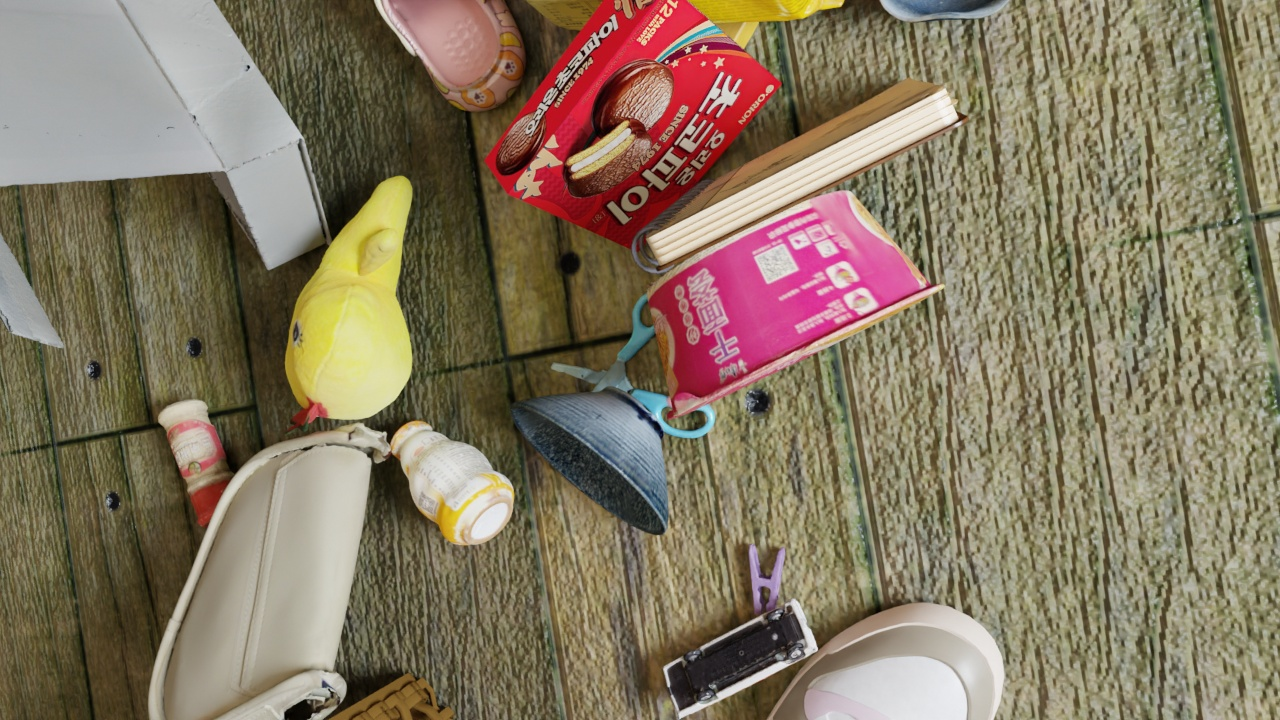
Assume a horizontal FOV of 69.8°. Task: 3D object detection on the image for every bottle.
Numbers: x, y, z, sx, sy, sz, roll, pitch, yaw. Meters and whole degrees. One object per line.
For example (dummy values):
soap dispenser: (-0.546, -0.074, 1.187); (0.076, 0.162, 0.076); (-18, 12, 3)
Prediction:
bottle: (-0.380, 0.088, 0.797); (0.044, 0.044, 0.109); (-29, 81, 18)
bottle: (-0.147, 0.090, 0.701); (0.109, 0.063, 0.063); (38, 104, 30)

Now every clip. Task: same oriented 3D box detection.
clip: (0.086, 0.154, 0.642); (0.032, 0.013, 0.051); (6, 96, 22)

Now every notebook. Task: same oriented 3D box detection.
notebook: (0.089, -0.112, 0.523); (0.168, 0.225, 0.024); (-24, 101, 19)

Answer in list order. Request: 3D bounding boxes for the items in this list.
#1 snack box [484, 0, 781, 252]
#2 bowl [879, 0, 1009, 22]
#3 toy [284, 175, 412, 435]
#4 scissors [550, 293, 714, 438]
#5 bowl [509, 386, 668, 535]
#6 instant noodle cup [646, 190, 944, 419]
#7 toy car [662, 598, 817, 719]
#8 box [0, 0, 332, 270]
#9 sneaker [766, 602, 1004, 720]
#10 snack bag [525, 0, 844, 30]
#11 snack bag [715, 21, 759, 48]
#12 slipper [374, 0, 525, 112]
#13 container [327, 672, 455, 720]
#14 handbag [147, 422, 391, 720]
snack box: (-0.002, -0.155, 0.594); (0.152, 0.132, 0.036); (-48, 56, 19)
bowl: (0.194, -0.257, 0.569); (0.110, 0.055, 0.110); (1, 92, 21)
toy: (-0.217, -0.041, 0.704); (0.092, 0.134, 0.207); (10, 86, -22)
scissors: (-0.004, 0.002, 0.672); (0.135, 0.015, 0.129); (14, 97, 17)
bowl: (-0.021, 0.056, 0.637); (0.137, 0.137, 0.057); (34, 71, 16)
instant noodle cup: (0.080, -0.036, 0.549); (0.179, 0.178, 0.077); (-28, 85, 19)
toy car: (0.070, 0.208, 0.636); (0.113, 0.039, 0.039); (-33, 54, 17)
box: (-0.355, -0.159, 0.623); (0.165, 0.329, 0.167); (-42, 77, 29)
sneaker: (0.110, 0.277, 0.580); (0.111, 0.116, 0.294); (44, 105, 14)
snack bag: (0.002, -0.264, 0.568); (0.248, 0.159, 0.068); (8, 83, 29)
snack bag: (0.061, -0.227, 0.637); (0.026, 0.020, 0.099); (36, 103, 24)
slipper: (-0.159, -0.280, 0.686); (0.093, 0.081, 0.197); (-35, 82, 16)
container: (-0.214, 0.403, 0.631); (0.214, 0.251, 0.220); (43, 104, 14)
handbag: (-0.256, 0.180, 0.708); (0.184, 0.132, 0.228); (-18, 60, 34)
